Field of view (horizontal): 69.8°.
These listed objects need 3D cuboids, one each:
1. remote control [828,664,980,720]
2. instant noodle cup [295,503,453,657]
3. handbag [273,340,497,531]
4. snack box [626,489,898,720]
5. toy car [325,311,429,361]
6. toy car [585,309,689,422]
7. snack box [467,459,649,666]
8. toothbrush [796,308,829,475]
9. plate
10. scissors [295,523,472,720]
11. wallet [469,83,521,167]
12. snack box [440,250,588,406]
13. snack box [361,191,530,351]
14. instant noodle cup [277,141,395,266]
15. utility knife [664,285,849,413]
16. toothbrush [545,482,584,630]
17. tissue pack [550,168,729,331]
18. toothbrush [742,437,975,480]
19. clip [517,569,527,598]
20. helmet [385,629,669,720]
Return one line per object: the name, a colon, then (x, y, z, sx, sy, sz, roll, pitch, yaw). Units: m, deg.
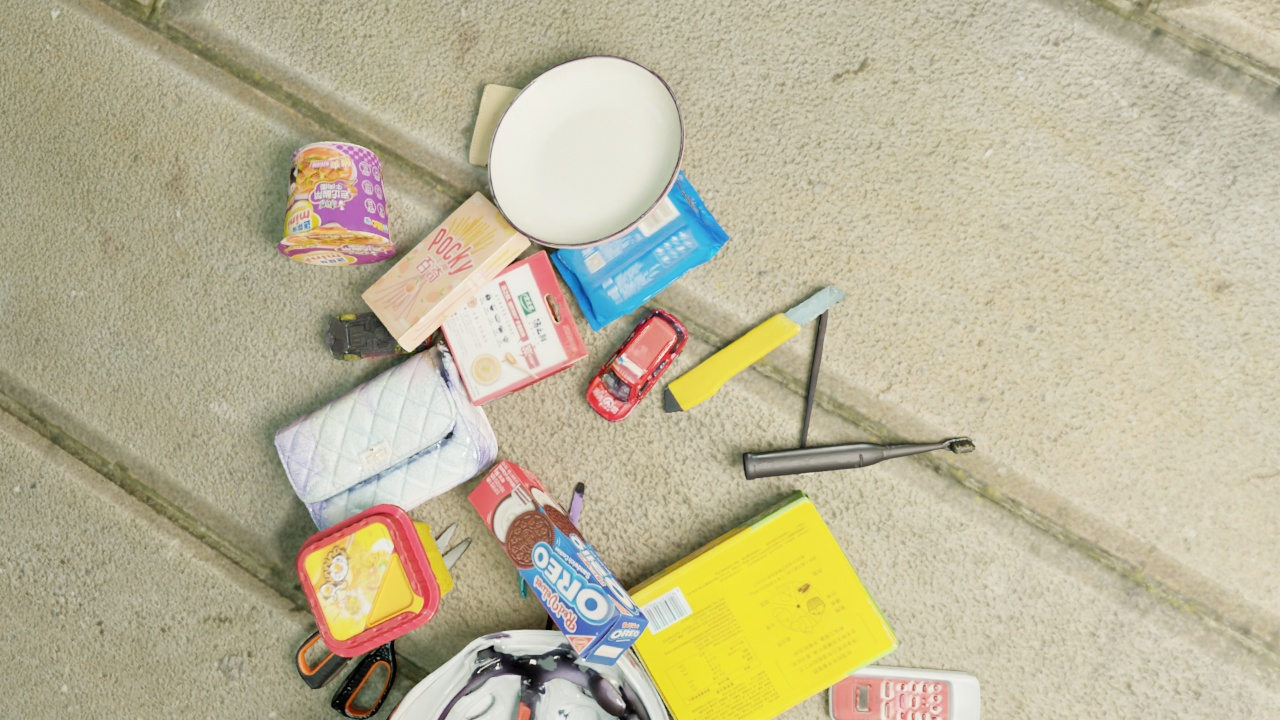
remote control: (0.244, 0.314, 0.852, 0.136, 0.020, 0.056, 2, 89, 9)
instant noodle cup: (-0.240, 0.202, 0.864, 0.116, 0.123, 0.116, -26, 81, 2)
handbag: (-0.248, 0.084, 0.905, 0.194, 0.075, 0.134, -28, 85, 7)
snack box: (0.104, 0.239, 0.847, 0.210, 0.070, 0.157, -31, 85, 5)
toy car: (-0.266, -0.027, 0.929, 0.106, 0.031, 0.049, -7, 88, 5)
toy car: (-0.005, 0.005, 0.882, 0.053, 0.045, 0.120, 39, 98, 9)
snack box: (-0.078, 0.182, 0.843, 0.057, 0.058, 0.207, -46, 56, 3)
toothbrush: (0.167, 0.020, 0.868, 0.018, 0.015, 0.181, 7, 92, 7)
plate: (-0.048, -0.189, 0.854, 0.193, 0.039, 0.192, -5, 75, 17)
scissors: (-0.243, 0.270, 0.935, 0.234, 0.021, 0.162, -25, 89, 3)
wallet: (-0.106, -0.226, 0.910, 0.115, 0.024, 0.087, 14, 97, 9)
snack box: (-0.124, -0.031, 0.900, 0.127, 0.044, 0.113, -23, 85, 9)
snack box: (-0.189, -0.088, 0.888, 0.157, 0.026, 0.084, -44, 54, -5)
instant noodle cup: (-0.297, -0.154, 0.903, 0.112, 0.111, 0.099, -5, 80, 9)
utility knife: (0.107, -0.010, 0.873, 0.207, 0.015, 0.033, -33, 81, 12)
toothbrush: (-0.079, 0.213, 0.911, 0.014, 0.017, 0.189, 13, 89, -3)
tissue pack: (-0.002, -0.105, 0.877, 0.157, 0.052, 0.095, -35, 83, 7)
toothbrush: (0.202, 0.088, 0.847, 0.212, 0.027, 0.026, -6, 106, 1)
clip: (-0.112, 0.208, 0.913, 0.040, 0.014, 0.056, -15, 87, 8)
helmet: (-0.101, 0.371, 0.827, 0.258, 0.146, 0.228, -14, 55, -15)
